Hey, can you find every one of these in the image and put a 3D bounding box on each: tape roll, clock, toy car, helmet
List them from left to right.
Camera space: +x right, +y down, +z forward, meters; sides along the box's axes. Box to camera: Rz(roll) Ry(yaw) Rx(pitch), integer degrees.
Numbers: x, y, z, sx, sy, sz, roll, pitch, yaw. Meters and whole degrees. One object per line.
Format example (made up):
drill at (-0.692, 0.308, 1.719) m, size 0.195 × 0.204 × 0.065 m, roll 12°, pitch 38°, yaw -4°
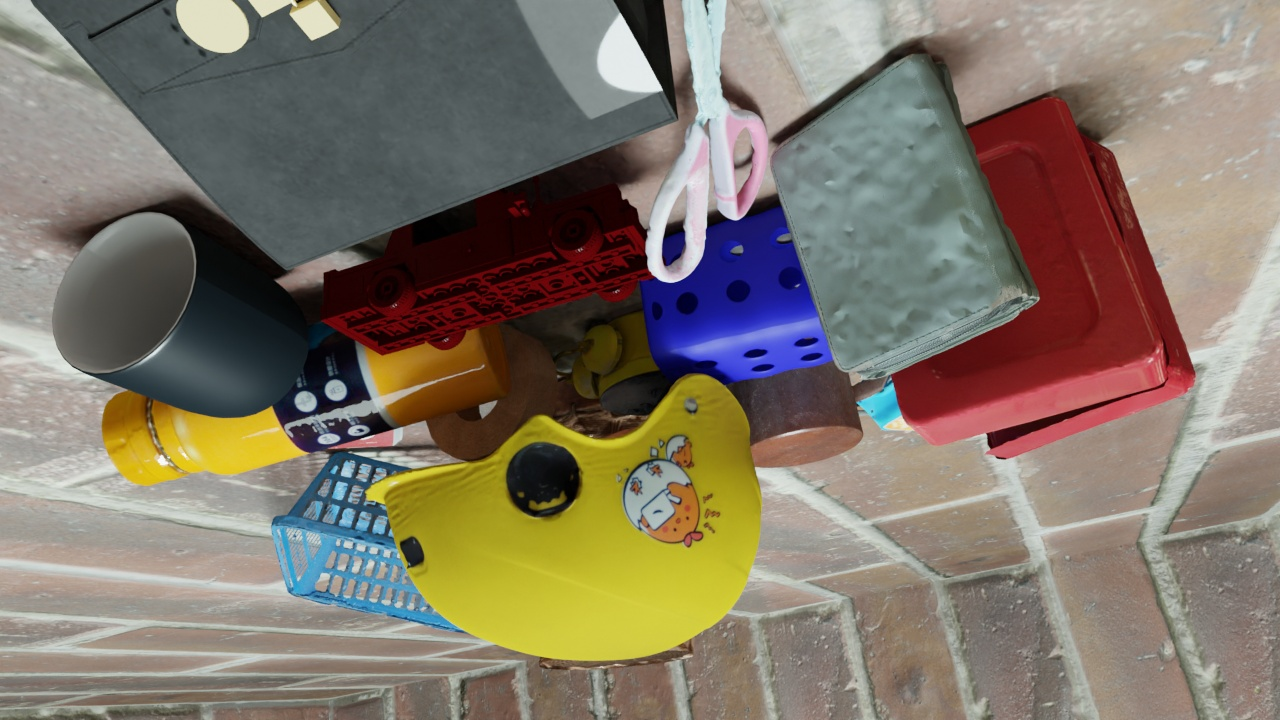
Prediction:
tape roll at (-0.100, 0.022, 0.612) m, size 0.094 × 0.094 × 0.027 m, roll -21°, pitch 155°, yaw 27°
toy car at (-0.077, -0.054, 0.478) m, size 0.170 × 0.061 × 0.070 m, roll -15°, pitch 157°, yaw 15°
helmet at (-0.034, 0.116, 0.561) m, size 0.240 × 0.139 × 0.209 m, roll -14°, pitch 164°, yaw -10°
clock at (-0.004, 0.004, 0.649) m, size 0.118 × 0.057 × 0.083 m, roll -3°, pitch 158°, yaw -14°

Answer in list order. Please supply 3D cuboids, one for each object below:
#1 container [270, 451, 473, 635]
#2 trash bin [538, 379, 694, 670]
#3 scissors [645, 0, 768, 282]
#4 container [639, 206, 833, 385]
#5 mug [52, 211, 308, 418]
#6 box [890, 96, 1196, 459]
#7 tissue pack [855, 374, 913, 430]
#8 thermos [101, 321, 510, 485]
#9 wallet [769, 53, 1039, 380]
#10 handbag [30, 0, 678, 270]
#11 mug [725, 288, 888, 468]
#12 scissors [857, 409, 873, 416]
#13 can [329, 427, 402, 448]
container at (-0.156, 0.197, 0.895) m, size 0.362 × 0.089 × 0.258 m, roll 15°, pitch 150°, yaw -9°
trash bin at (-0.015, 0.133, 0.740) m, size 0.151 × 0.209 × 0.151 m, roll -3°, pitch 156°, yaw -1°
scissors at (0.022, -0.099, 0.400) m, size 0.101 × 0.016 × 0.179 m, roll -50°, pitch 157°, yaw -14°
container at (0.064, -0.036, 0.544) m, size 0.114 × 0.085 × 0.084 m, roll -13°, pitch 157°, yaw 13°
mug at (-0.248, -0.022, 0.484) m, size 0.122 × 0.085 × 0.094 m, roll 14°, pitch 166°, yaw 22°
box at (0.194, -0.043, 0.486) m, size 0.126 × 0.157 × 0.137 m, roll 15°, pitch 146°, yaw -37°
tissue pack at (0.291, 0.018, 0.784) m, size 0.209 × 0.066 × 0.117 m, roll 4°, pitch 154°, yaw -23°
thermos at (-0.200, 0.021, 0.565) m, size 0.233 × 0.076 × 0.091 m, roll -16°, pitch 157°, yaw 2°
wallet at (0.122, -0.064, 0.437) m, size 0.054 × 0.131 × 0.101 m, roll 6°, pitch 155°, yaw -40°
handbag at (-0.109, -0.136, 0.294) m, size 0.176 × 0.072 × 0.196 m, roll -16°, pitch 146°, yaw 18°
mug at (0.120, 0.013, 0.656) m, size 0.123 × 0.110 × 0.096 m, roll -8°, pitch 163°, yaw -1°
scissors at (0.132, 0.056, 0.874) m, size 0.228 × 0.016 × 0.114 m, roll 3°, pitch 154°, yaw -24°
can at (-0.220, 0.036, 0.653) m, size 0.096 × 0.054 × 0.054 m, roll -1°, pitch 157°, yaw -18°
